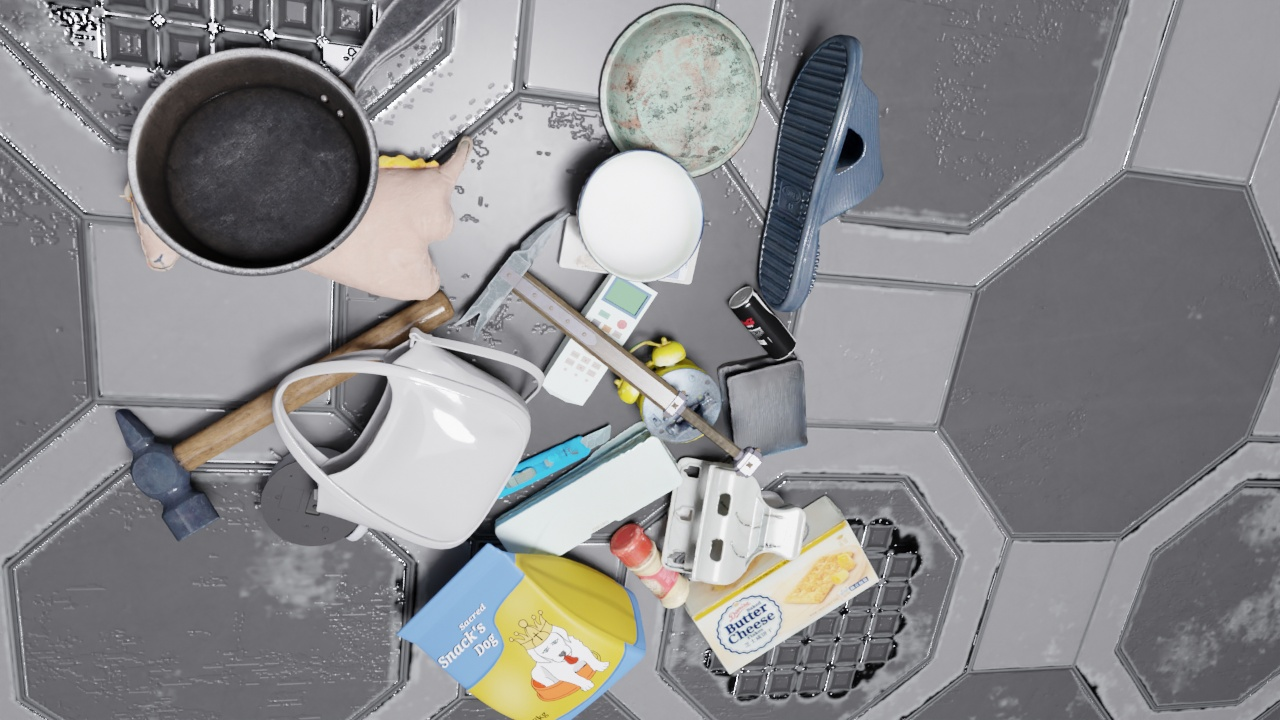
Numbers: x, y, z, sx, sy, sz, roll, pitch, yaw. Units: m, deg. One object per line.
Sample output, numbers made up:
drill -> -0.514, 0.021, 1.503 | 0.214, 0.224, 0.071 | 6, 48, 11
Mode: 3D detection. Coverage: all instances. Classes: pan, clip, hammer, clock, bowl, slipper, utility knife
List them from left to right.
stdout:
hammer -> -0.316, 0.027, 0.844 | 0.321, 0.040, 0.129 | -31, 95, -5
clock -> -0.306, 0.134, 0.896 | 0.122, 0.035, 0.095 | 16, 106, -21
pan -> -0.248, -0.217, 0.746 | 0.187, 0.055, 0.356 | 43, 77, -1
utility knife -> -0.109, 0.111, 0.951 | 0.178, 0.015, 0.031 | -27, 120, -5
bowl -> -0.007, -0.131, 0.845 | 0.118, 0.062, 0.118 | -2, 96, -17
hammer -> -0.006, 0.006, 0.879 | 0.317, 0.028, 0.147 | 38, 97, -7
clock -> 0.028, 0.029, 0.930 | 0.083, 0.057, 0.119 | -42, 115, 4
bowl -> 0.043, -0.241, 0.838 | 0.157, 0.038, 0.158 | -5, 112, -13
clip -> 0.104, 0.177, 0.974 | 0.152, 0.096, 0.126 | 10, 92, 4
slipper -> 0.179, -0.171, 0.876 | 0.082, 0.101, 0.264 | -1, 117, -22

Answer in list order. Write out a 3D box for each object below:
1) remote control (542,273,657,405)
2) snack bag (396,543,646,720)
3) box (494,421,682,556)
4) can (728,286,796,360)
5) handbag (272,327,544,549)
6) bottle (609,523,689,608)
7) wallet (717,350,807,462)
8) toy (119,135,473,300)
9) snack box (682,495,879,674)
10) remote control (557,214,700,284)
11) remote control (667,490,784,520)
remote control -> -0.045, -0.023, 0.908 | 0.049, 0.024, 0.143 | 29, 103, -23
snack bag -> -0.121, 0.276, 0.945 | 0.205, 0.102, 0.159 | 34, 112, -27
box -> -0.056, 0.144, 0.960 | 0.199, 0.066, 0.083 | -32, 131, 2
can -> 0.126, -0.038, 0.943 | 0.031, 0.031, 0.080 | -41, 115, 3
handbag -> -0.221, 0.056, 0.844 | 0.222, 0.095, 0.216 | 28, 100, -28
bottle -> 0.012, 0.228, 1.012 | 0.044, 0.044, 0.109 | -38, 116, 2
wallet -> 0.134, 0.051, 0.984 | 0.089, 0.026, 0.115 | -14, 114, -11
toy -> -0.290, -0.139, 0.786 | 0.264, 0.065, 0.196 | 18, 94, -13
snack box -> 0.158, 0.257, 1.054 | 0.208, 0.057, 0.104 | -32, 115, -1
remote control -> -0.010, -0.107, 0.892 | 0.135, 0.011, 0.050 | 6, 109, -17
remote control -> 0.097, 0.169, 1.027 | 0.136, 0.013, 0.043 | 0, 111, -15
